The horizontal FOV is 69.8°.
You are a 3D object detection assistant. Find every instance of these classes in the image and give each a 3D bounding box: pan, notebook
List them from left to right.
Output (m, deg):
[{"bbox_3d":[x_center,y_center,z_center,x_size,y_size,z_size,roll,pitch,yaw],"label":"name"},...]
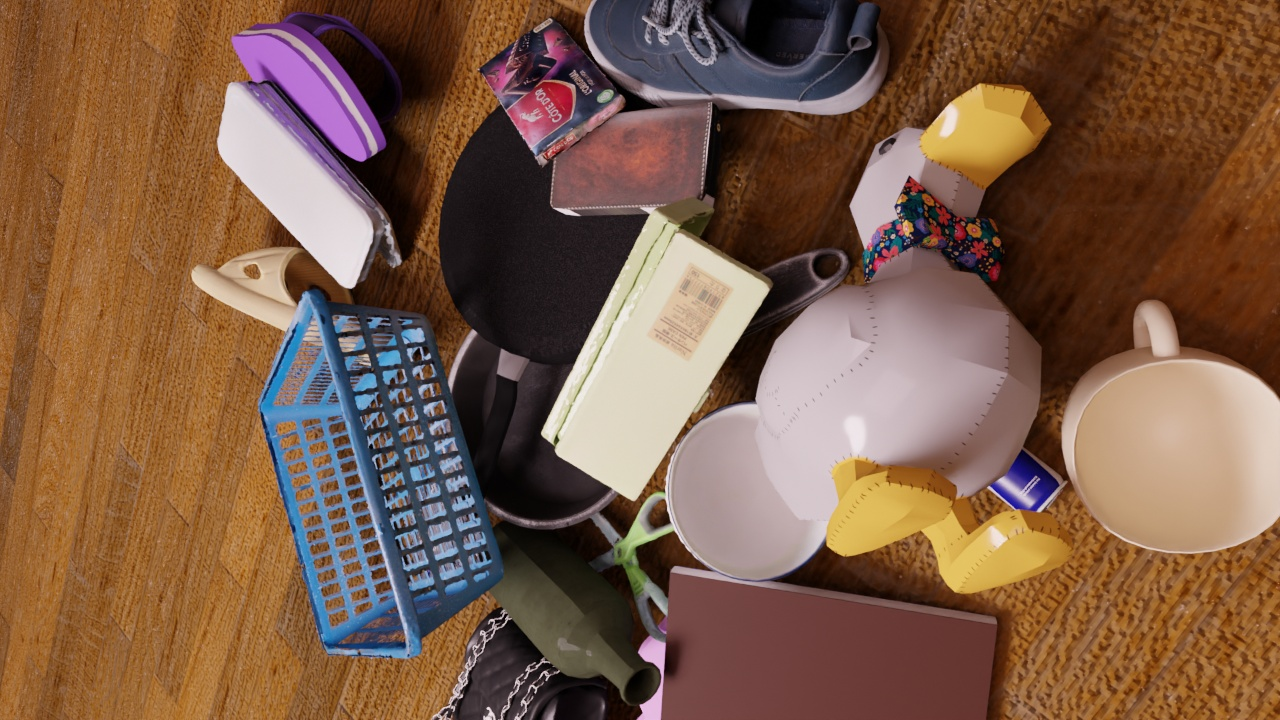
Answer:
[{"bbox_3d":[-0.084,-0.048,0.703,0.225,0.034,0.356,20,92,30],"label":"pan"},{"bbox_3d":[-0.004,0.004,0.691,0.358,0.055,0.187,-25,75,22],"label":"pan"},{"bbox_3d":[0.117,0.237,0.614,0.209,0.022,0.171,6,99,16],"label":"notebook"}]

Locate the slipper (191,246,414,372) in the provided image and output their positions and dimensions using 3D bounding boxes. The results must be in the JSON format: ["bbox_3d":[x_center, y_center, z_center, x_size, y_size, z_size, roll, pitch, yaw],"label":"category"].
[{"bbox_3d":[-0.312,-0.061,0.879,0.262,0.111,0.079,22,86,27],"label":"slipper"}]

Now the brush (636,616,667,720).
[{"bbox_3d":[0.024,0.265,0.707,0.089,0.043,0.229,46,119,22],"label":"brush"}]

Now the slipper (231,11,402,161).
[{"bbox_3d":[-0.280,-0.266,0.829,0.267,0.084,0.107,30,152,46],"label":"slipper"}]

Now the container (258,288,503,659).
[{"bbox_3d":[-0.227,0.107,0.766,0.363,0.089,0.257,-30,76,59],"label":"container"}]

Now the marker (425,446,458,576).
[{"bbox_3d":[-0.185,0.146,0.852,0.027,0.023,0.133,25,111,53],"label":"marker"}]

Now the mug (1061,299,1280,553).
[{"bbox_3d":[0.267,0.028,0.471,0.096,0.099,0.120,-7,94,21],"label":"mug"}]

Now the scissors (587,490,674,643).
[{"bbox_3d":[-0.013,0.154,0.705,0.172,0.024,0.159,-41,63,49],"label":"scissors"}]

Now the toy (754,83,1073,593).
[{"bbox_3d":[0.142,-0.007,0.511,0.247,0.141,0.266,-50,27,43],"label":"toy"}]

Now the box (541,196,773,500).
[{"bbox_3d":[0.008,-0.010,0.609,0.091,0.083,0.188,30,119,-3],"label":"box"}]

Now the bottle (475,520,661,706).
[{"bbox_3d":[-0.054,0.189,0.695,0.207,0.071,0.071,27,112,53],"label":"bottle"}]

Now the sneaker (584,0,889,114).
[{"bbox_3d":[0.048,-0.217,0.597,0.236,0.087,0.089,18,89,31],"label":"sneaker"}]

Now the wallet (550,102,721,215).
[{"bbox_3d":[-0.005,-0.138,0.639,0.123,0.019,0.072,4,84,30],"label":"wallet"}]

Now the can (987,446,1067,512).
[{"bbox_3d":[0.209,0.055,0.558,0.095,0.032,0.032,42,117,24],"label":"can"}]

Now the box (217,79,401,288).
[{"bbox_3d":[-0.311,-0.160,0.832,0.215,0.083,0.123,47,164,18],"label":"box"}]

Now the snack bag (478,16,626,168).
[{"bbox_3d":[-0.069,-0.203,0.682,0.074,0.018,0.155,-35,47,3],"label":"snack bag"}]

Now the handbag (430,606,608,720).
[{"bbox_3d":[-0.104,0.274,0.736,0.154,0.114,0.125,26,103,59],"label":"handbag"}]

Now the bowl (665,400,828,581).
[{"bbox_3d":[0.069,0.089,0.629,0.062,0.118,0.118,145,109,-76],"label":"bowl"}]
